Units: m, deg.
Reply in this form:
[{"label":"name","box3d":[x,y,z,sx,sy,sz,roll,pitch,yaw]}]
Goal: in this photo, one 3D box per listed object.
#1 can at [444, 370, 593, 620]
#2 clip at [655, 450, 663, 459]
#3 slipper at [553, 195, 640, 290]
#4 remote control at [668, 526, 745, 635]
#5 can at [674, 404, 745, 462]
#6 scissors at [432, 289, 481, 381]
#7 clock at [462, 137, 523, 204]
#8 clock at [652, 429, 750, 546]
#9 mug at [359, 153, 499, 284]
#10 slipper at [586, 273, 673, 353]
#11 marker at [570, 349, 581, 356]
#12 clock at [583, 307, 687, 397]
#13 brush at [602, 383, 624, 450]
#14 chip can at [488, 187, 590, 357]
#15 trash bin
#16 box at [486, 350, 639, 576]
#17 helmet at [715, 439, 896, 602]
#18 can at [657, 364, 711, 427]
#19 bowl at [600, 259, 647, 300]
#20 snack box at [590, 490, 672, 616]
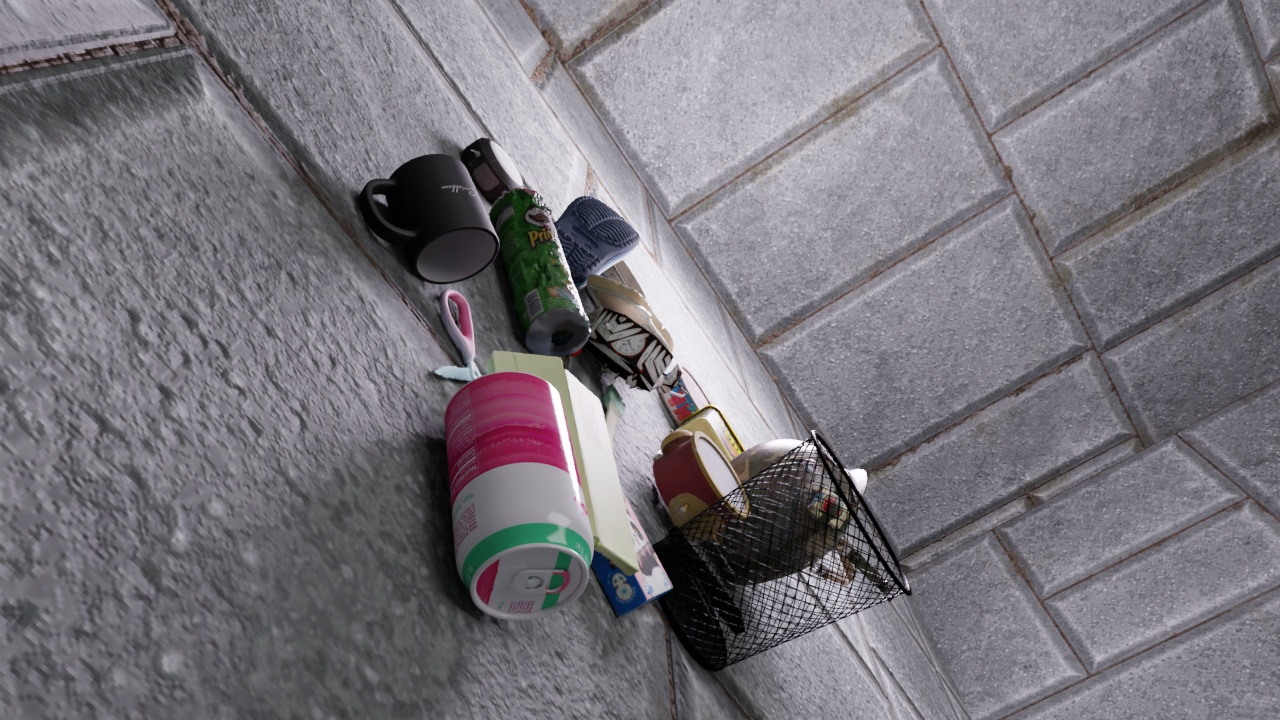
[{"label":"can","box3d":[-0.085,0.087,0.627,0.088,0.088,0.165,48,15,-39]},{"label":"clip","box3d":[0.047,0.140,1.231,0.054,0.041,0.101,41,10,10]},{"label":"slipper","box3d":[-0.088,-0.149,1.256,0.105,0.095,0.252,40,29,1]},{"label":"remote control","box3d":[0.077,0.255,1.058,0.150,0.013,0.034,55,11,-20]},{"label":"can","box3d":[0.106,0.139,1.345,0.131,0.073,0.101,59,14,2]},{"label":"scissors","box3d":[-0.134,0.013,0.805,0.168,0.014,0.170,47,16,-43]},{"label":"clock","box3d":[-0.186,-0.244,1.182,0.091,0.044,0.122,55,12,-14]},{"label":"clock","box3d":[0.063,0.147,1.113,0.117,0.081,0.158,48,17,-30]},{"label":"mug","box3d":[-0.190,-0.126,0.806,0.113,0.078,0.088,1,54,-45]},{"label":"slipper","box3d":[-0.017,-0.048,1.248,0.114,0.054,0.273,28,-11,19]},{"label":"marker","box3d":[-0.110,-0.069,1.104,0.023,0.021,0.145,-11,67,-45]},{"label":"clock","box3d":[-0.007,0.006,1.159,0.154,0.065,0.115,40,-13,-17]},{"label":"brush","box3d":[-0.036,0.079,1.059,0.033,0.012,0.217,56,13,-16]},{"label":"chip can","box3d":[-0.115,-0.101,1.033,0.075,0.075,0.223,45,17,-47]},{"label":"trash bin","box3d":[0.134,0.203,0.937,0.184,0.210,0.183,54,12,-18]},{"label":"box","box3d":[-0.060,0.079,0.765,0.140,0.048,0.187,30,33,-39]},{"label":"helmet","box3d":[0.209,0.214,1.203,0.236,0.224,0.193,63,-18,3]},{"label":"can","box3d":[0.079,0.073,1.464,0.130,0.044,0.129,54,12,-18]},{"label":"bowl","box3d":[-0.043,-0.111,1.396,0.115,0.059,0.115,54,12,-18]},{"label":"snack box","box3d":[-0.030,0.151,0.836,0.154,0.033,0.088,61,11,14]}]
